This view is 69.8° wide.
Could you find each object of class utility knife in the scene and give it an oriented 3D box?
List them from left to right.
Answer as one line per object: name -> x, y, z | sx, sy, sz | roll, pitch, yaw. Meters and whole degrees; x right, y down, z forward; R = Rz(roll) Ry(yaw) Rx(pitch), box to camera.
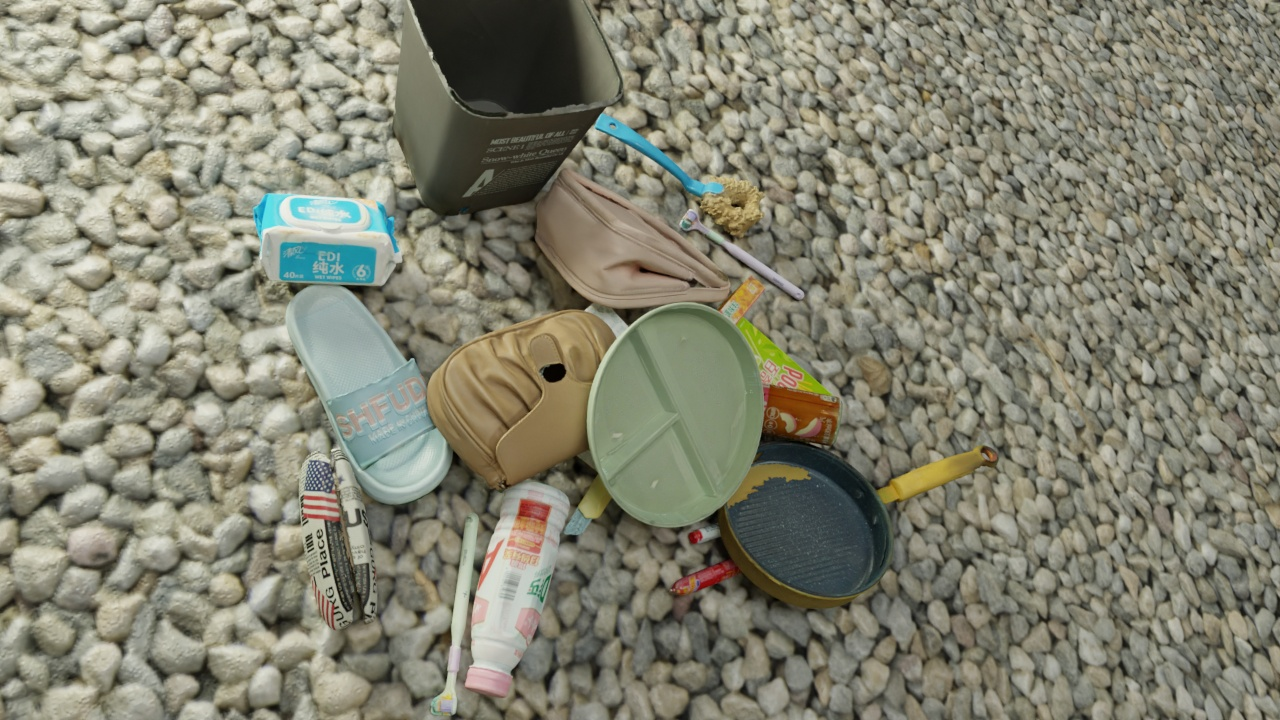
utility knife -> -0.027, 0.111, 0.956 | 0.031, 0.019, 0.176 | 34, 57, -2

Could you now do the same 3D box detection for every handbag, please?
handbag -> -0.100, 0.032, 0.909 | 0.204, 0.100, 0.147 | -23, 81, -35
handbag -> 0.008, -0.124, 1.053 | 0.233, 0.093, 0.193 | 11, 25, -37

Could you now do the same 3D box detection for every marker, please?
marker -> 0.117, 0.180, 1.029 | 0.145, 0.017, 0.017 | -12, 72, -29

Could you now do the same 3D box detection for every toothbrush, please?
toothbrush -> -0.172, 0.235, 0.869 | 0.020, 0.029, 0.189 | 46, 41, -52
toothbrush -> 0.134, -0.133, 1.183 | 0.189, 0.029, 0.021 | 32, 20, -9

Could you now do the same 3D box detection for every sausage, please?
sausage -> 0.095, 0.226, 0.996 | 0.155, 0.020, 0.020 | -16, 74, -29

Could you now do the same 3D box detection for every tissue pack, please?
tissue pack -> -0.317, -0.125, 0.929 | 0.140, 0.063, 0.090 | 1, 38, -23

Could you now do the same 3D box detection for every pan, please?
pan -> 0.255, 0.156, 1.033 | 0.356, 0.078, 0.197 | -9, 54, -26

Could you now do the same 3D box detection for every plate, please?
plate -> 0.038, 0.055, 0.937 | 0.229, 0.027, 0.230 | -5, 98, -38

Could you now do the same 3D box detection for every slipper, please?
slipper -> -0.262, 0.022, 0.895 | 0.103, 0.074, 0.245 | -27, 78, -33

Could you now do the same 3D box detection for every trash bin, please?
trash bin -> -0.162, -0.284, 0.998 | 0.198, 0.220, 0.198 | -16, 73, -30

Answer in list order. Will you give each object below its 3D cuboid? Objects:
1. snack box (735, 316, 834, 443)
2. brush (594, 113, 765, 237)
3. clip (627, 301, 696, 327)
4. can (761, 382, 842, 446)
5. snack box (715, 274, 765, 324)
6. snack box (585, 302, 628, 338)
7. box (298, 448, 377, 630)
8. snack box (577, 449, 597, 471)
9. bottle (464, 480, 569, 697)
snack box -> 0.156, 0.026, 1.114 | 0.156, 0.026, 0.085 | 41, 57, -3
brush -> 0.054, -0.240, 1.175 | 0.254, 0.046, 0.083 | 30, 61, -16
clip -> 0.023, -0.046, 1.085 | 0.103, 0.035, 0.076 | -14, 75, -21
can -> 0.153, 0.057, 1.049 | 0.147, 0.058, 0.057 | 11, 60, 6
snack box -> 0.083, -0.031, 1.076 | 0.027, 0.077, 0.155 | 42, 57, -1
snack box -> -0.006, 0.006, 1.012 | 0.026, 0.085, 0.157 | -41, 87, -16
box -> -0.282, 0.160, 0.825 | 0.076, 0.075, 0.163 | -7, 72, -22
snack box -> -0.025, 0.082, 1.000 | 0.140, 0.034, 0.086 | 38, 57, -2
bottle -> -0.121, 0.217, 0.876 | 0.068, 0.068, 0.196 | 20, 64, -15
